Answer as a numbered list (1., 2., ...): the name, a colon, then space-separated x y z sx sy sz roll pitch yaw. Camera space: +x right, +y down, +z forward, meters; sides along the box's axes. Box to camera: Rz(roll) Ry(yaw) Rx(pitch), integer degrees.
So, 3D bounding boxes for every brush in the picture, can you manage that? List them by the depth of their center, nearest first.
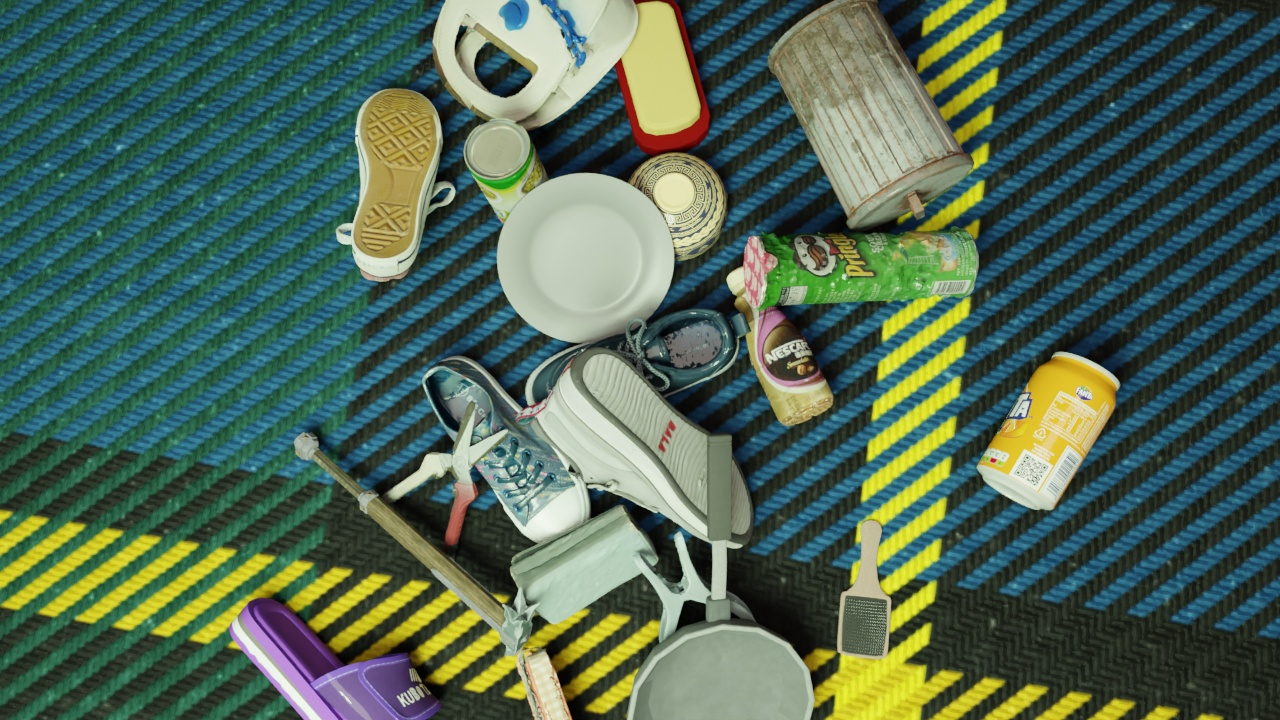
1. brush: 0.226 0.227 0.913 0.050 0.015 0.135 5 84 4
2. brush: 0.018 -0.305 0.971 0.082 0.042 0.173 -15 83 1

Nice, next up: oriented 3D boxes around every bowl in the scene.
1. bowl: 0.035 -0.164 0.944 0.112 0.061 0.112 0 83 3

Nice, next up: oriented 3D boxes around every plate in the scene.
1. plate: -0.055 -0.102 0.930 0.178 0.012 0.179 -1 114 -4

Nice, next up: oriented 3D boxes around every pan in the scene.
1. pan: 0.072 0.235 0.851 0.178 0.041 0.357 -3 105 -8

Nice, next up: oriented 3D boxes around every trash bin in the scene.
1. trash bin: 0.228 -0.236 0.910 0.131 0.131 0.211 -26 81 0

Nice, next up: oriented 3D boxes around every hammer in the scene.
1. hammer: -0.231 0.175 0.908 0.317 0.147 0.028 37 55 15

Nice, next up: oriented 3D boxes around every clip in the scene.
1. clip: 0.029 0.259 0.888 0.141 0.029 0.171 -37 105 1

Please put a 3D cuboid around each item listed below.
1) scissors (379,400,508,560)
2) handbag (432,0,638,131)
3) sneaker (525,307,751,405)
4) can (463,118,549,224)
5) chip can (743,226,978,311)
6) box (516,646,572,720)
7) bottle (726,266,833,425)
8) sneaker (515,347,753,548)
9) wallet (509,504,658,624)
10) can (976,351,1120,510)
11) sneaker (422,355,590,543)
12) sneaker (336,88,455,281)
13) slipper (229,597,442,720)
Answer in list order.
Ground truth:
1. scissors: -0.196 0.125 0.907 0.180 0.015 0.193 1 110 25
2. handbag: -0.124 -0.344 0.946 0.201 0.093 0.199 39 96 22
3. sneaker: -0.005 0.005 0.914 0.235 0.087 0.089 -20 82 2
4. can: -0.128 -0.183 0.924 0.067 0.121 0.067 -2 73 7
5. chip can: 0.217 -0.092 0.901 0.223 0.075 0.075 -4 83 -9
6. box: -0.075 0.369 0.888 0.043 0.083 0.187 -18 81 -14
7. bottle: 0.135 -0.019 0.926 0.059 0.060 0.166 -24 74 0
8. sneaker: -0.001 0.105 0.890 0.263 0.129 0.096 42 45 -20
9. wallet: -0.053 0.196 0.891 0.131 0.100 0.054 -26 56 -1
10. can: 0.396 0.069 0.890 0.079 0.079 0.142 33 86 6
11. sneaker: -0.134 0.087 0.916 0.087 0.079 0.235 -39 83 -2
12. sneaker: -0.253 -0.174 0.949 0.118 0.088 0.240 3 60 -8
13. slipper: -0.271 0.308 0.889 0.266 0.107 0.084 39 87 11
